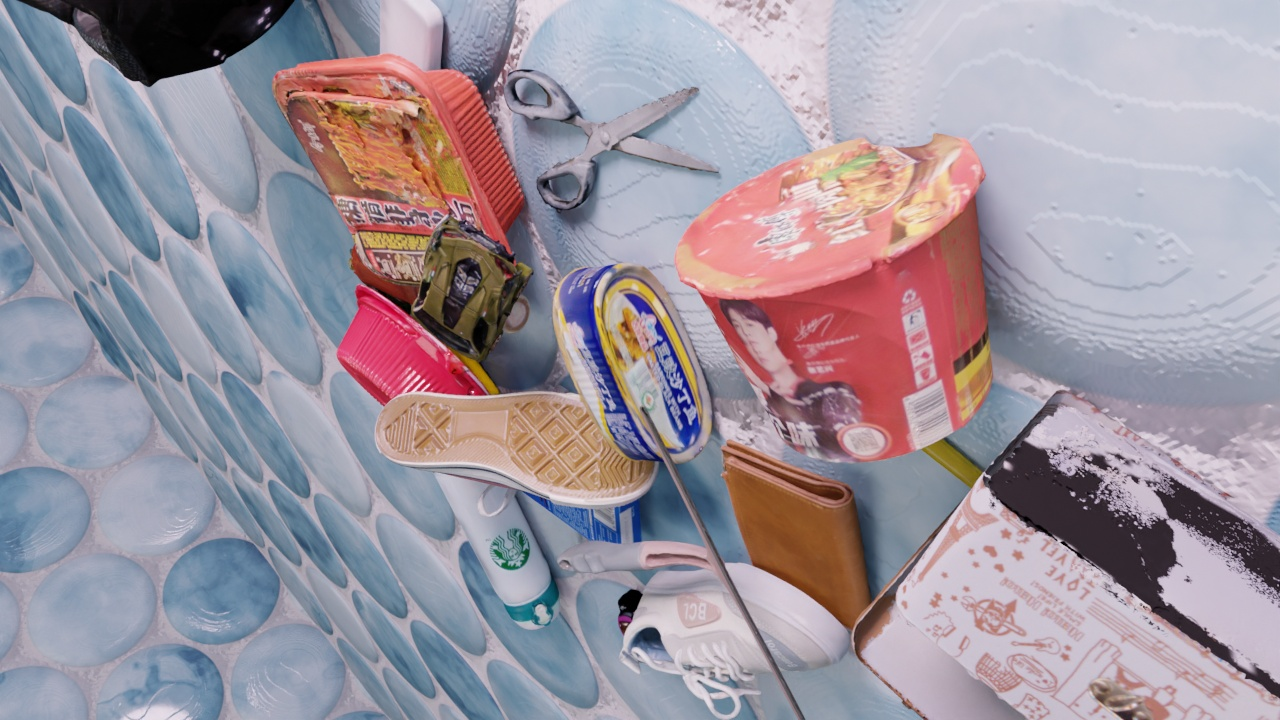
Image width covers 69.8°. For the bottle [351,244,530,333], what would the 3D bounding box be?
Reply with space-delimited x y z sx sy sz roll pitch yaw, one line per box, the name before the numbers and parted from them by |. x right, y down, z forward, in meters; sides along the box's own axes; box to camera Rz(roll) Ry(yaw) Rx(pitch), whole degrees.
bottle | -0.173 -0.068 0.792 0.206 0.059 0.060 23 136 38

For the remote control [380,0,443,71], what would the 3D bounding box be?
remote control | -0.172 -0.215 0.686 0.056 0.020 0.136 42 145 16

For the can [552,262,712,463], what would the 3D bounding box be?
can | -0.004 0.004 0.627 0.049 0.074 0.148 -1 118 49

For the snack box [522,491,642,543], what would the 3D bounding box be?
snack box | -0.061 0.111 0.828 0.157 0.026 0.085 27 133 40

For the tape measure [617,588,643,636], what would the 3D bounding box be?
tape measure | 0.005 0.254 0.878 0.058 0.039 0.057 22 136 39

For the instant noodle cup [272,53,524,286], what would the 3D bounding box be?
instant noodle cup | -0.163 -0.140 0.664 0.165 0.078 0.189 10 138 34

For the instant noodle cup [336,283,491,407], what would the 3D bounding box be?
instant noodle cup | -0.217 0.018 0.868 0.194 0.065 0.194 38 164 13

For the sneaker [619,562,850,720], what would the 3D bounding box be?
sneaker | 0.056 0.218 0.712 0.089 0.090 0.243 46 153 -14

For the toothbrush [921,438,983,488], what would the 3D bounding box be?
toothbrush | 0.193 0.078 0.499 0.190 0.016 0.016 42 145 18

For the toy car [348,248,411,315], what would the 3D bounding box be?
toy car | -0.251 -0.076 0.899 0.043 0.036 0.091 30 149 37

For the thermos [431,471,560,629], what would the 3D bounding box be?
thermos | -0.149 0.192 0.990 0.073 0.073 0.224 6 125 49

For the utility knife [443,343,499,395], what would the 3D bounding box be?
utility knife | -0.178 -0.015 0.884 0.164 0.015 0.033 54 153 -2

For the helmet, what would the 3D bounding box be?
helmet | -0.346 -0.329 0.614 0.234 0.229 0.275 25 130 47

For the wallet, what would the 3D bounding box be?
wallet | 0.102 0.119 0.633 0.119 0.035 0.131 25 144 43

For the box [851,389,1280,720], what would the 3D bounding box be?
box | 0.202 0.141 0.421 0.182 0.153 0.181 39 125 23

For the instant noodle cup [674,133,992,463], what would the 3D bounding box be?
instant noodle cup | 0.097 -0.025 0.427 0.138 0.137 0.109 10 134 47

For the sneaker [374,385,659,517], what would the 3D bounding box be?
sneaker | -0.097 0.074 0.765 0.241 0.118 0.088 5 167 14

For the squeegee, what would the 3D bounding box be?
squeegee | 0.006 0.148 0.681 0.250 0.040 0.247 -16 104 57

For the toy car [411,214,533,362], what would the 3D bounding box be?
toy car | -0.124 -0.043 0.649 0.070 0.042 0.158 33 148 -1

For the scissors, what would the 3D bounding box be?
scissors | -0.027 -0.140 0.580 0.175 0.014 0.160 44 146 13
